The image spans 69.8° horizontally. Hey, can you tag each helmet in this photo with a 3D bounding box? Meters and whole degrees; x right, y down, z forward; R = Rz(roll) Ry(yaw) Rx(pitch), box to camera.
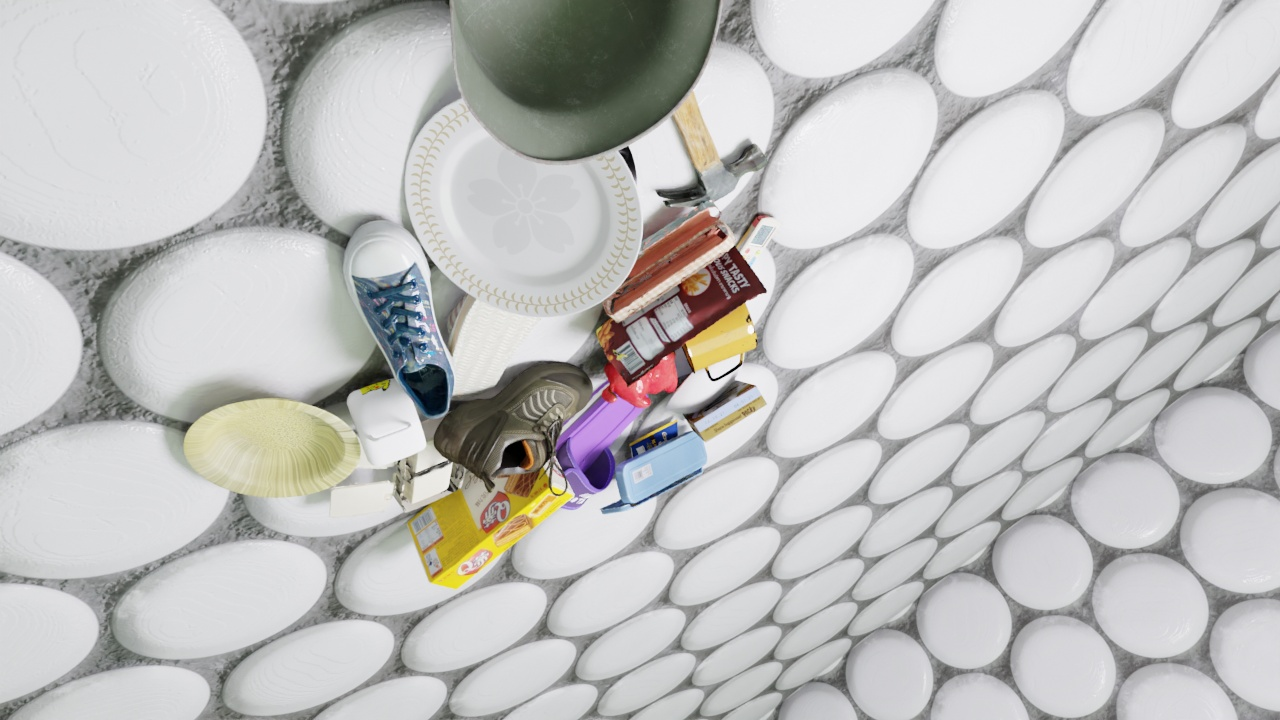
[{"bbox_3d":[-0.070,-0.313,0.740,0.227,0.153,0.268,-27,148,-6],"label":"helmet"}]

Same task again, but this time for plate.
[{"bbox_3d":[-0.115,-0.149,0.905,0.243,0.016,0.243,7,126,10],"label":"plate"},{"bbox_3d":[-0.414,0.089,1.040,0.184,0.036,0.185,-7,140,-6],"label":"plate"}]

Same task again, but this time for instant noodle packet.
[{"bbox_3d":[0.023,0.152,1.475,0.087,0.026,0.134,-26,144,-17],"label":"instant noodle packet"}]

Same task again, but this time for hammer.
[{"bbox_3d":[0.038,-0.281,0.970,0.132,0.033,0.330,-33,144,2],"label":"hammer"}]

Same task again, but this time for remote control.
[{"bbox_3d":[0.141,-0.141,1.224,0.038,0.018,0.126,3,131,-40],"label":"remote control"}]

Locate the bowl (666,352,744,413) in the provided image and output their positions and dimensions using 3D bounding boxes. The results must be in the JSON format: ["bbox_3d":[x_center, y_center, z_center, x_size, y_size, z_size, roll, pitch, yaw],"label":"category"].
[{"bbox_3d":[0.104,0.029,1.322,0.149,0.043,0.150,-44,170,-10],"label":"bowl"}]

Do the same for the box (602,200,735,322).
[{"bbox_3d":[0.025,-0.118,1.108,0.187,0.056,0.071,-33,119,16],"label":"box"}]

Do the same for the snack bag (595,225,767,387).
[{"bbox_3d":[0.041,-0.070,1.135,0.208,0.138,0.066,-41,139,16],"label":"snack bag"}]

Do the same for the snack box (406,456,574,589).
[{"bbox_3d":[-0.213,0.211,1.293,0.230,0.110,0.061,-39,145,9],"label":"snack box"}]

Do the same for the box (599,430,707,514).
[{"bbox_3d":[0.019,0.169,1.413,0.086,0.073,0.208,-22,177,40],"label":"box"}]

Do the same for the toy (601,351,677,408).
[{"bbox_3d":[-0.007,0.007,1.230,0.132,0.088,0.094,-32,151,-39],"label":"toy"}]

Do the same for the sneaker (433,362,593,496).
[{"bbox_3d":[-0.126,0.091,1.163,0.237,0.143,0.101,-27,147,-38],"label":"sneaker"}]

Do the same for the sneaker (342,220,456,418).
[{"bbox_3d":[-0.251,-0.033,0.969,0.087,0.079,0.236,-14,130,-4],"label":"sneaker"}]

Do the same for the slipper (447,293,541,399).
[{"bbox_3d":[-0.174,-0.043,1.074,0.114,0.052,0.264,-7,148,-37],"label":"slipper"}]

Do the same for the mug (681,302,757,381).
[{"bbox_3d":[0.101,-0.035,1.216,0.094,0.100,0.124,-21,107,0],"label":"mug"}]

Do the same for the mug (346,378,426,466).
[{"bbox_3d":[-0.295,0.074,1.067,0.068,0.116,0.094,-20,105,-18],"label":"mug"}]

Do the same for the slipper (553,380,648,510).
[{"bbox_3d":[-0.078,0.147,1.342,0.107,0.084,0.267,16,123,-47],"label":"slipper"}]

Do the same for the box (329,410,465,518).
[{"bbox_3d":[-0.310,0.136,1.186,0.187,0.058,0.145,-11,139,-32],"label":"box"}]

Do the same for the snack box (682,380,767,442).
[{"bbox_3d":[0.121,0.072,1.358,0.101,0.031,0.186,-32,-178,-1],"label":"snack box"}]

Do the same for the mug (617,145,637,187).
[{"bbox_3d":[-0.059,-0.193,0.938,0.098,0.082,0.118,-14,171,-24],"label":"mug"}]
